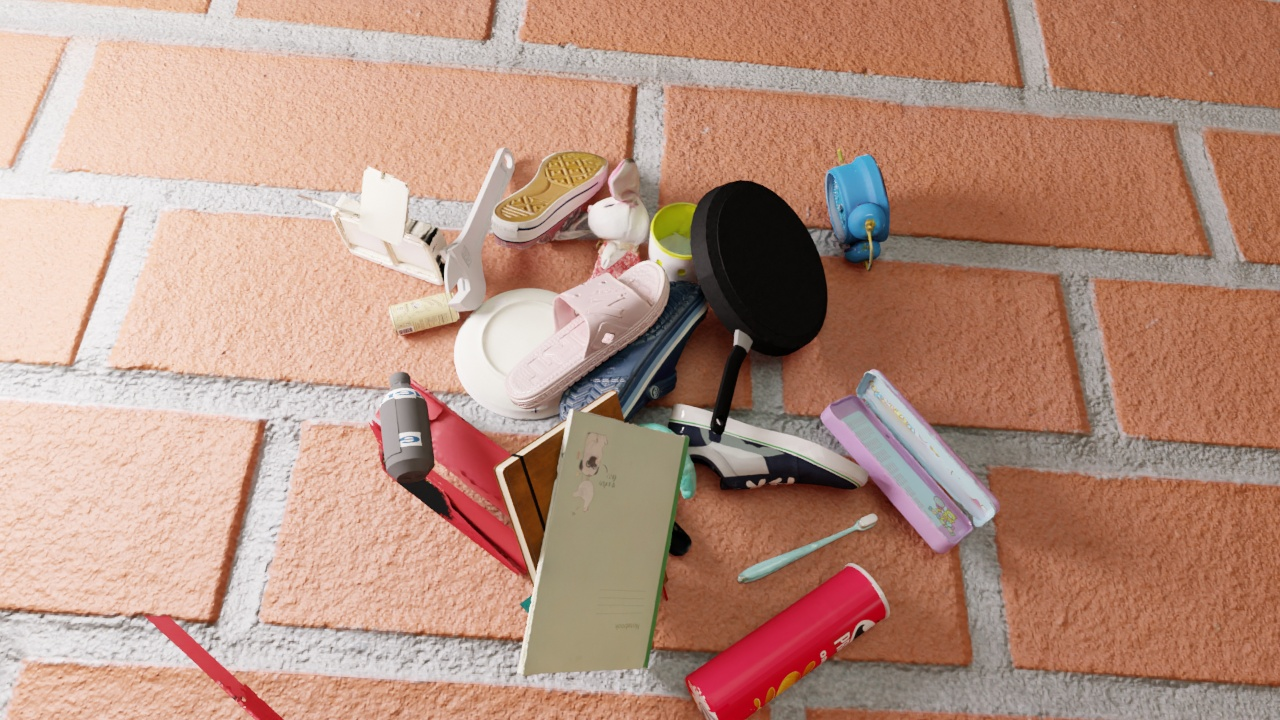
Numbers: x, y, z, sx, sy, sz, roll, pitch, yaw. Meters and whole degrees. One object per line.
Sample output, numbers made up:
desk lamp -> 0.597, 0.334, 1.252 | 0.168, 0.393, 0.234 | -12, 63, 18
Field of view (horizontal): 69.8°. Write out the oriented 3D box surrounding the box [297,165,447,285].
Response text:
box -> -0.317, -0.155, 1.093 | 0.143, 0.191, 0.068 | 19, 64, 13

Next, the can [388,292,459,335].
can -> -0.267, -0.058, 1.134 | 0.079, 0.038, 0.038 | -15, 65, -12

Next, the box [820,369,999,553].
box -> 0.313, 0.115, 1.068 | 0.096, 0.077, 0.214 | -42, 70, 10

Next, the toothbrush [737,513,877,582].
toothbrush -> 0.191, 0.214, 1.044 | 0.180, 0.017, 0.016 | -21, 67, -13

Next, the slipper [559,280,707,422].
slipper -> -0.007, 0.006, 1.094 | 0.105, 0.095, 0.252 | 9, 50, 40

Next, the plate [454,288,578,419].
plate -> -0.138, -0.017, 1.125 | 0.182, 0.034, 0.182 | 2, 63, -3

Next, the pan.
pan -> 0.135, -0.064, 1.093 | 0.225, 0.034, 0.355 | 37, 52, -26

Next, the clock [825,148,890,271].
clock -> 0.288, -0.193, 1.202 | 0.060, 0.117, 0.161 | -11, 60, 2

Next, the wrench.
wrench -> -0.201, -0.174, 1.184 | 0.018, 0.087, 0.272 | -5, 47, 21

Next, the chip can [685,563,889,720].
chip can -> 0.155, 0.302, 0.966 | 0.220, 0.069, 0.069 | -29, 69, -17

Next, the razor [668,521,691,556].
razor -> -0.011, 0.172, 1.035 | 0.151, 0.067, 0.053 | 38, 34, 1

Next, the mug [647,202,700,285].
mug -> 0.050, -0.135, 1.159 | 0.082, 0.106, 0.082 | 2, 63, -4

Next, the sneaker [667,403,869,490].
sneaker -> 0.140, 0.121, 1.056 | 0.235, 0.084, 0.079 | 16, 80, 6

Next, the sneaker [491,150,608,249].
sneaker -> -0.113, -0.196, 1.192 | 0.118, 0.088, 0.240 | 18, 41, 18

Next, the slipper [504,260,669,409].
slipper -> -0.065, -0.042, 1.058 | 0.239, 0.064, 0.094 | -41, 41, -11

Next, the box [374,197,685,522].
box -> -0.115, 0.018, 0.985 | 0.214, 0.153, 0.325 | 33, 96, 14

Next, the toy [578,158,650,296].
toy -> -0.030, -0.157, 1.153 | 0.084, 0.159, 0.194 | 12, 102, -1

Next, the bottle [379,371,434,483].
bottle -> -0.228, 0.063, 0.891 | 0.047, 0.047, 0.112 | -9, 62, -9

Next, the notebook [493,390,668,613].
notebook -> -0.055, 0.181, 0.922 | 0.014, 0.249, 0.178 | 6, 29, 43

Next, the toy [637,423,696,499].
toy -> 0.014, 0.112, 1.038 | 0.105, 0.085, 0.033 | 2, 14, 31

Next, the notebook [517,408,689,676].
notebook -> -0.030, 0.188, 0.928 | 0.010, 0.181, 0.252 | 5, 82, 43
